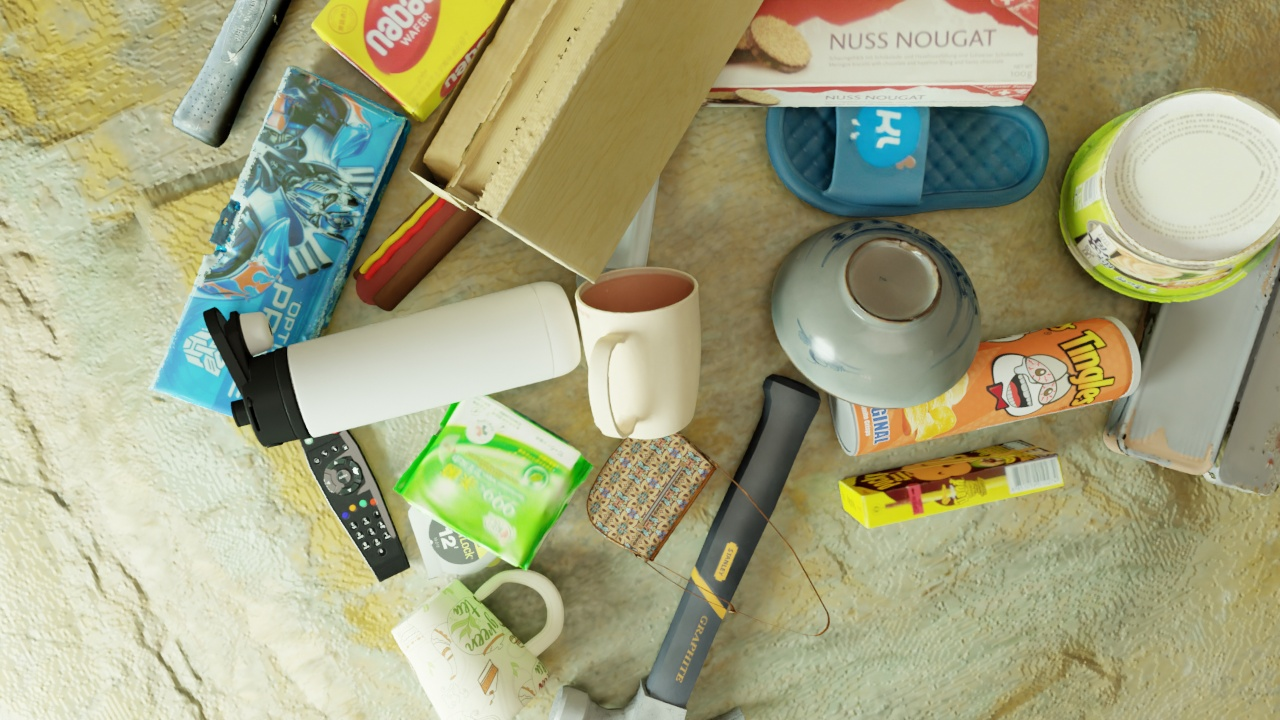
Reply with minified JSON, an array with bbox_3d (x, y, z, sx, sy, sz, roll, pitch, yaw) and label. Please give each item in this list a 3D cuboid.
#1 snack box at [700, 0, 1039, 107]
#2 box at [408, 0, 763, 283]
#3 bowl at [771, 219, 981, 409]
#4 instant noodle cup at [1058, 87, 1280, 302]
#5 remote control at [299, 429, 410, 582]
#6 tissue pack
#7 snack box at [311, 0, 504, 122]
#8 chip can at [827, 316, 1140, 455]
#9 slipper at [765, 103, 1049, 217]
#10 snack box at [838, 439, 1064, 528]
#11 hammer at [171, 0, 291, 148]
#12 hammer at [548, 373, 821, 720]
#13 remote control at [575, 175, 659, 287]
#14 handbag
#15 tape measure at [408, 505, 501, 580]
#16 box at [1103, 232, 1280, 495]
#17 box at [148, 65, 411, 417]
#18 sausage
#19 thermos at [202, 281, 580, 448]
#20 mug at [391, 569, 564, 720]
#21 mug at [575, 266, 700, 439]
[{"bbox_3d":[0.123,-0.215,0.621,0.273,0.044,0.076,3,86,11],"label":"snack box"},{"bbox_3d":[-0.035,-0.194,0.564,0.148,0.140,0.248,31,91,17],"label":"box"},{"bbox_3d":[0.169,-0.045,0.640,0.151,0.057,0.150,0,67,1],"label":"bowl"},{"bbox_3d":[0.374,-0.117,0.634,0.146,0.097,0.146,-1,88,17],"label":"instant noodle cup"},{"bbox_3d":[-0.210,0.104,0.681,0.039,0.010,0.125,-25,96,-1],"label":"remote control"},{"bbox_3d":[-0.103,0.083,0.662,0.114,0.034,0.099,30,77,3],"label":"tissue pack"},{"bbox_3d":[-0.126,-0.273,0.639,0.092,0.042,0.200,41,91,-4],"label":"snack box"},{"bbox_3d":[0.250,0.019,0.676,0.210,0.062,0.062,-12,95,-3],"label":"chip can"},{"bbox_3d":[0.195,-0.153,0.662,0.213,0.059,0.104,5,96,-6],"label":"slipper"},{"bbox_3d":[0.228,0.091,0.682,0.149,0.061,0.025,-12,95,-3],"label":"snack box"},{"bbox_3d":[-0.227,-0.295,0.636,0.140,0.036,0.326,29,93,-4],"label":"hammer"},{"bbox_3d":[0.052,0.157,0.692,0.139,0.035,0.312,22,93,-7],"label":"hammer"},{"bbox_3d":[-0.015,-0.111,0.669,0.050,0.022,0.133,8,94,-4],"label":"remote control"},{"bbox_3d":[0.053,0.124,0.641,0.196,0.043,0.093,33,87,30],"label":"handbag"},{"bbox_3d":[-0.136,0.129,0.684,0.065,0.017,0.064,-17,96,-2],"label":"tape measure"},{"bbox_3d":[0.455,-0.014,0.700,0.157,0.063,0.216,16,93,-16],"label":"box"},{"bbox_3d":[-0.250,-0.076,0.636,0.091,0.066,0.243,24,93,-6],"label":"box"},{"bbox_3d":[-0.144,-0.098,0.654,0.040,0.040,0.155,44,91,-6],"label":"sausage"},{"bbox_3d":[-0.163,-0.013,0.625,0.229,0.068,0.101,-15,96,-14],"label":"thermos"},{"bbox_3d":[-0.111,0.203,0.667,0.122,0.081,0.097,-38,89,-6],"label":"mug"},{"bbox_3d":[-0.004,0.004,0.631,0.085,0.111,0.104,6,121,24],"label":"mug"}]
